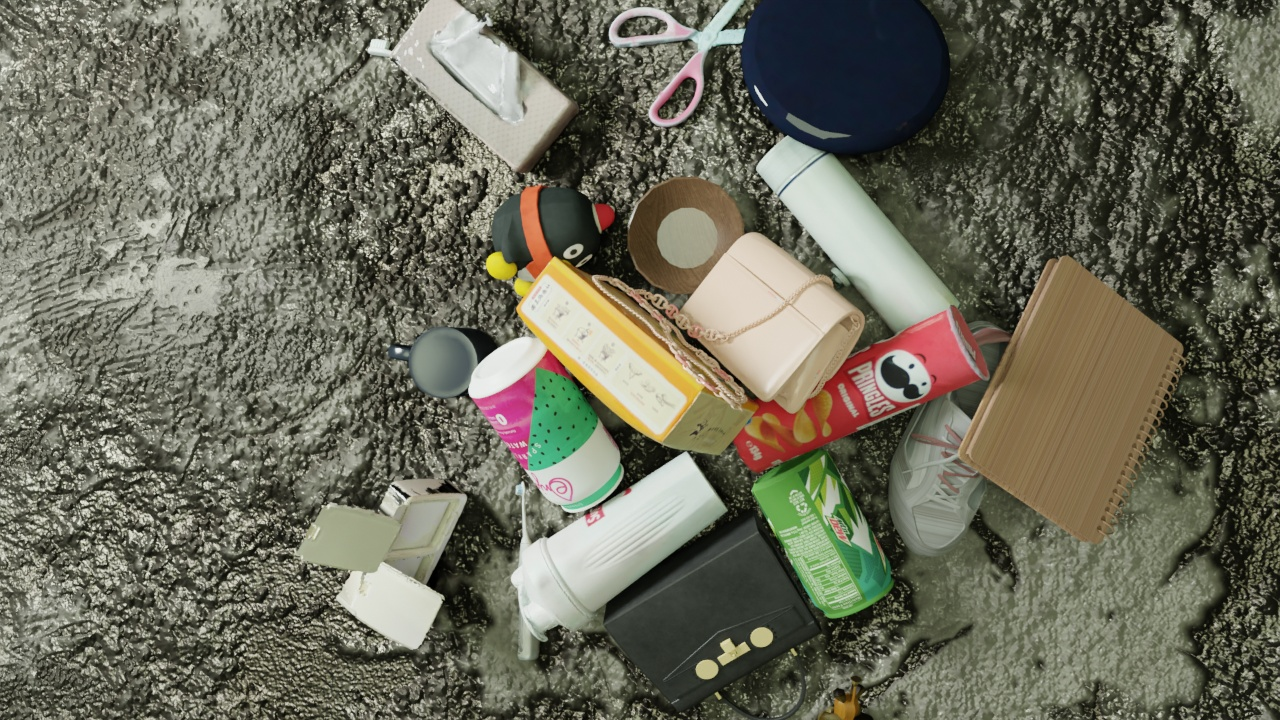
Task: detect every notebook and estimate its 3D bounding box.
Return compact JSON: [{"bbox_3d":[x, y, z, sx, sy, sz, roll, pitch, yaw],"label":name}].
[{"bbox_3d":[0.394,0.038,0.823,0.169,0.022,0.210,33,77,-13],"label":"notebook"}]

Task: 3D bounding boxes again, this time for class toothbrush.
[{"bbox_3d":[-0.118,0.219,0.957,0.024,0.022,0.185,-2,92,-8],"label":"toothbrush"},{"bbox_3d":[-0.197,-0.319,0.963,0.187,0.012,0.017,9,89,8],"label":"toothbrush"}]

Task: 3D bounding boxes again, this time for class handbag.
[{"bbox_3d":[0.090,-0.048,0.798,0.117,0.187,0.198,-55,46,14],"label":"handbag"},{"bbox_3d":[0.092,0.281,0.917,0.176,0.072,0.196,-33,97,8],"label":"handbag"}]

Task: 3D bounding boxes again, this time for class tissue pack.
[{"bbox_3d":[-0.158,-0.285,0.923,0.181,0.071,0.104,43,104,4],"label":"tissue pack"}]

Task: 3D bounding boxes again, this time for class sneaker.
[{"bbox_3d":[0.300,0.077,0.858,0.099,0.089,0.236,16,93,8],"label":"sneaker"}]

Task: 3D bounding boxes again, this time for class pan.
[{"bbox_3d":[0.149,-0.349,0.886,0.198,0.021,0.356,-35,77,-11],"label":"pan"}]

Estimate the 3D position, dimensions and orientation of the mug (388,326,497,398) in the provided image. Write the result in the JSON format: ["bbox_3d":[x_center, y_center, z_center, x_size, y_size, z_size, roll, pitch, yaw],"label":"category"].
[{"bbox_3d":[-0.204,-0.001,0.937,0.105,0.077,0.071,10,92,8],"label":"mug"}]

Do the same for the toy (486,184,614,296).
[{"bbox_3d":[-0.086,-0.127,0.908,0.119,0.097,0.099,-14,71,16],"label":"toy"}]

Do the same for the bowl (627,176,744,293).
[{"bbox_3d":[0.046,-0.124,0.921,0.118,0.030,0.118,0,91,8],"label":"bowl"}]

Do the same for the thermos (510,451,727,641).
[{"bbox_3d":[-0.023,0.181,0.910,0.220,0.099,0.099,-35,86,0],"label":"thermos"}]

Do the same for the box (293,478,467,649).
[{"bbox_3d":[-0.237,0.201,0.876,0.101,0.194,0.143,31,101,28],"label":"box"}]

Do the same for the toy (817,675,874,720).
[{"bbox_3d":[0.200,0.350,0.894,0.076,0.062,0.100,-5,108,-27],"label":"toy"}]

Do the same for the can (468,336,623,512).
[{"bbox_3d":[-0.089,0.063,0.891,0.088,0.088,0.166,-29,112,8],"label":"can"}]

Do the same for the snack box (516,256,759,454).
[{"bbox_3d":[-0.005,0.005,0.848,0.195,0.145,0.081,41,99,26],"label":"snack box"}]

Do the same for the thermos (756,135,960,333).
[{"bbox_3d":[0.207,-0.120,0.880,0.068,0.068,0.230,-40,85,7],"label":"thermos"}]

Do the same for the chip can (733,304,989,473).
[{"bbox_3d":[0.195,0.031,0.850,0.234,0.073,0.073,-27,87,27],"label":"chip can"}]

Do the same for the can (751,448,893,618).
[{"bbox_3d":[0.175,0.165,0.881,0.083,0.083,0.144,-29,87,8],"label":"can"}]

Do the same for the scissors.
[{"bbox_3d":[0.045,-0.327,0.927,0.158,0.014,0.172,40,97,5],"label":"scissors"}]

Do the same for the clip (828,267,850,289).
[{"bbox_3d":[0.184,-0.072,0.880,0.047,0.076,0.023,-43,85,8],"label":"clip"}]
